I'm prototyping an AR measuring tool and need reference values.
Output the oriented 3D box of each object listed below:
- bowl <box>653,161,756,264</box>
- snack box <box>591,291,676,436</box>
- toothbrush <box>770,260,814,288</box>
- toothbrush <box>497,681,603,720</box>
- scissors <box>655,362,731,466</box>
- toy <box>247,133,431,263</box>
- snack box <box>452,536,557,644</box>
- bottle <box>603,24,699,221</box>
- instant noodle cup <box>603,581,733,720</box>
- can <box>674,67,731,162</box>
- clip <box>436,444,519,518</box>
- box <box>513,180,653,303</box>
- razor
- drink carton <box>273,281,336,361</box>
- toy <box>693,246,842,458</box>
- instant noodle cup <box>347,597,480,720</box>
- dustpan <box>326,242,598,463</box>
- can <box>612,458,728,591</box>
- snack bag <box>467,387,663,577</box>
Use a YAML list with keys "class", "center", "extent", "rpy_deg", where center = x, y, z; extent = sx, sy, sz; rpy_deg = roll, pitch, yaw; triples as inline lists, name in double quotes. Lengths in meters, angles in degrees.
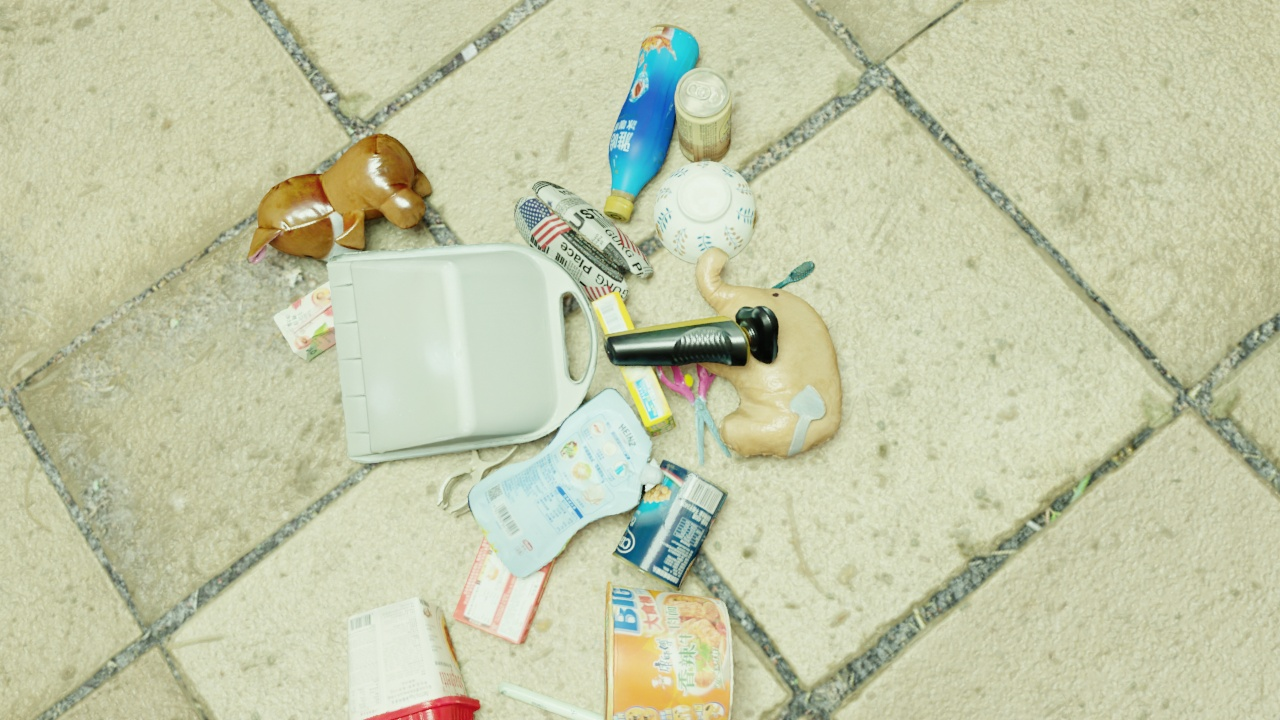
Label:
- class: "bowl"
  center: [0.069, -0.166, 0.982]
  extent: [0.113, 0.062, 0.113]
  rpy_deg: [-1, 77, 4]
- class: "snack box"
  center: [-0.006, 0.005, 0.939]
  extent: [0.034, 0.087, 0.140]
  rpy_deg: [-22, 77, 0]
- class: "toothbrush"
  center: [0.105, -0.054, 0.977]
  extent: [0.191, 0.018, 0.016]
  rpy_deg: [-32, 77, -2]
- class: "toothbrush"
  center: [-0.054, 0.354, 0.905]
  extent: [0.189, 0.029, 0.020]
  rpy_deg: [18, 38, 10]
- class: "scissors"
  center: [0.065, 0.040, 0.949]
  extent: [0.112, 0.017, 0.134]
  rpy_deg: [-40, 102, -42]
- class: "toy"
  center: [-0.328, -0.164, 1.000]
  extent: [0.199, 0.140, 0.130]
  rpy_deg: [-17, 118, 3]
- class: "snack box"
  center: [-0.128, 0.204, 0.940]
  extent: [0.075, 0.025, 0.152]
  rpy_deg: [19, 80, 10]
- class: "bottle"
  center: [0.006, -0.257, 1.004]
  extent: [0.065, 0.065, 0.218]
  rpy_deg: [16, 80, 8]
- class: "instant noodle cup"
  center: [0.023, 0.283, 0.854]
  extent: [0.111, 0.151, 0.151]
  rpy_deg: [1, 78, -3]
- class: "can"
  center: [0.067, -0.256, 0.972]
  extent: [0.058, 0.116, 0.058]
  rpy_deg: [-1, 78, 5]
- class: "clip"
  center: [-0.173, 0.118, 0.961]
  extent: [0.072, 0.035, 0.100]
  rpy_deg: [31, 74, 11]
- class: "box"
  center: [-0.070, -0.121, 0.992]
  extent: [0.163, 0.076, 0.088]
  rpy_deg: [43, 107, 9]
- class: "razor"
  center: [0.048, -0.020, 0.878]
  extent: [0.167, 0.062, 0.067]
  rpy_deg: [-6, 38, 3]
- class: "drink carton"
  center: [-0.332, -0.057, 1.003]
  extent: [0.122, 0.045, 0.053]
  rpy_deg: [-33, 76, -3]
- class: "toy"
  center: [0.127, -0.013, 0.935]
  extent: [0.143, 0.083, 0.225]
  rpy_deg: [-13, 74, -12]
- class: "instant noodle cup"
  center: [-0.228, 0.305, 0.890]
  extent: [0.116, 0.116, 0.124]
  rpy_deg: [-17, 66, 1]
- class: "dustpan"
  center: [-0.181, -0.012, 0.944]
  extent: [0.258, 0.142, 0.222]
  rpy_deg: [-4, 93, 42]
- class: "can"
  center: [0.031, 0.161, 0.909]
  extent: [0.075, 0.075, 0.111]
  rpy_deg: [27, 81, 10]
- class: "snack bag"
  center: [-0.073, 0.121, 0.902]
  extent: [0.191, 0.039, 0.110]
  rpy_deg: [-35, 73, 8]
